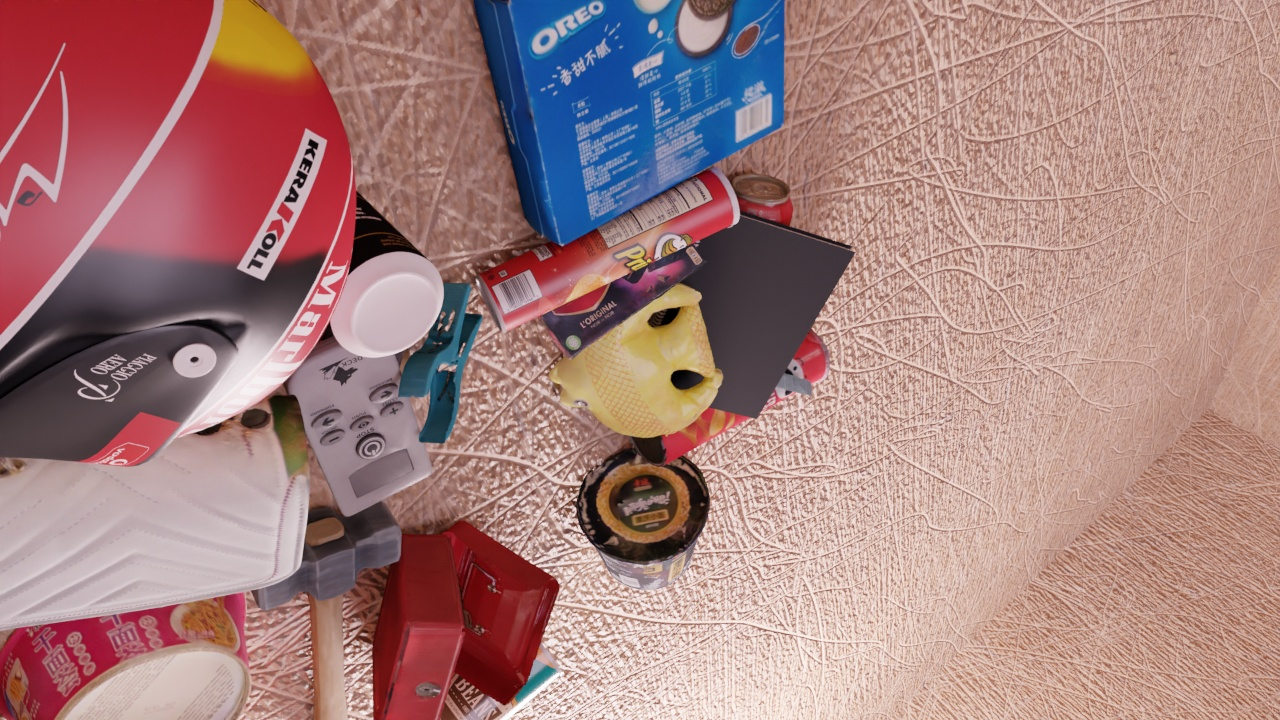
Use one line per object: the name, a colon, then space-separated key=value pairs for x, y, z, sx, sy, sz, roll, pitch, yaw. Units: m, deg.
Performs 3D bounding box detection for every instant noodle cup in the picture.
instant noodle cup: x=0.004 y=0.177 z=0.983 sx=0.137 sy=0.137 sz=0.112 roll=-33 pitch=149 yaw=-20
instant noodle cup: x=-0.374 y=0.243 z=0.689 sx=0.178 sy=0.078 sz=0.179 roll=-27 pitch=138 yaw=-27

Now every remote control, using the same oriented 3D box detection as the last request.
remote control: x=-0.198 y=0.046 z=0.651 sx=0.074 sy=0.019 sz=0.151 roll=-27 pitch=136 yaw=-22

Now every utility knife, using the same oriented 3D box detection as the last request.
utility knife: x=0.088 y=0.006 z=0.938 sx=0.224 sy=0.015 sz=0.031 roll=17 pitch=102 yaw=-24

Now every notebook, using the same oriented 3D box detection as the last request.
notebook: x=0.088 y=-0.040 z=0.869 sx=0.149 sy=0.016 sz=0.207 roll=14 pitch=124 yaw=-18

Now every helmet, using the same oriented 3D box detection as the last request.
helmet: x=-0.261 y=-0.060 z=0.437 sx=0.271 sy=0.197 sz=0.224 roll=-48 pitch=139 yaw=5

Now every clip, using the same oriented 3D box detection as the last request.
clip: x=-0.149 y=-0.009 z=0.667 sx=0.121 sy=0.031 sz=0.130 roll=60 pitch=33 yaw=-67

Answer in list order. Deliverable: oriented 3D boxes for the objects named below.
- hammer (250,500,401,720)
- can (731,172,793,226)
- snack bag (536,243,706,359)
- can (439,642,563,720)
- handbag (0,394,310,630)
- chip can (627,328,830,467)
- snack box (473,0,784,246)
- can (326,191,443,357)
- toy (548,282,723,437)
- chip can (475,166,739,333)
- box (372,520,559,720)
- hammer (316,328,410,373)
hammer: x=-0.282 y=0.262 z=0.828 sx=0.117 sy=0.051 sz=0.324 roll=-16 pitch=135 yaw=-34
can: x=0.101 y=-0.091 z=0.884 sx=0.067 sy=0.067 sz=0.170 roll=-21 pitch=135 yaw=-33
snack bag: x=-0.022 y=-0.072 z=0.779 sx=0.155 sy=0.074 sz=0.018 roll=-36 pitch=178 yaw=-17
can: x=-0.167 y=0.337 z=0.963 sx=0.143 sy=0.099 sz=0.099 roll=-37 pitch=142 yaw=-16
handbag: x=-0.313 y=0.082 z=0.562 sx=0.198 sy=0.096 sz=0.142 roll=-4 pitch=141 yaw=-28
chip can: x=0.096 y=0.036 z=0.988 sx=0.232 sy=0.073 sz=0.073 roll=-26 pitch=137 yaw=-27
snack box: x=0.005 y=-0.221 z=0.683 sx=0.238 sy=0.056 sz=0.196 roll=-31 pitch=140 yaw=-21
can: x=-0.182 y=-0.061 z=0.573 sx=0.071 sy=0.128 sz=0.072 roll=-27 pitch=138 yaw=-27
toy: x=-0.005 y=0.005 z=0.843 sx=0.155 sy=0.064 sz=0.170 roll=-19 pitch=121 yaw=0
chip can: x=-0.025 y=-0.090 z=0.740 sx=0.214 sy=0.051 sz=0.052 roll=-26 pitch=139 yaw=-12
box: x=-0.189 y=0.251 z=0.835 sx=0.155 sy=0.147 sz=0.158 roll=-29 pitch=142 yaw=-53
hammer: x=-0.297 y=-0.004 z=0.580 sx=0.327 sy=0.052 sz=0.098 roll=2 pitch=120 yaw=-42
